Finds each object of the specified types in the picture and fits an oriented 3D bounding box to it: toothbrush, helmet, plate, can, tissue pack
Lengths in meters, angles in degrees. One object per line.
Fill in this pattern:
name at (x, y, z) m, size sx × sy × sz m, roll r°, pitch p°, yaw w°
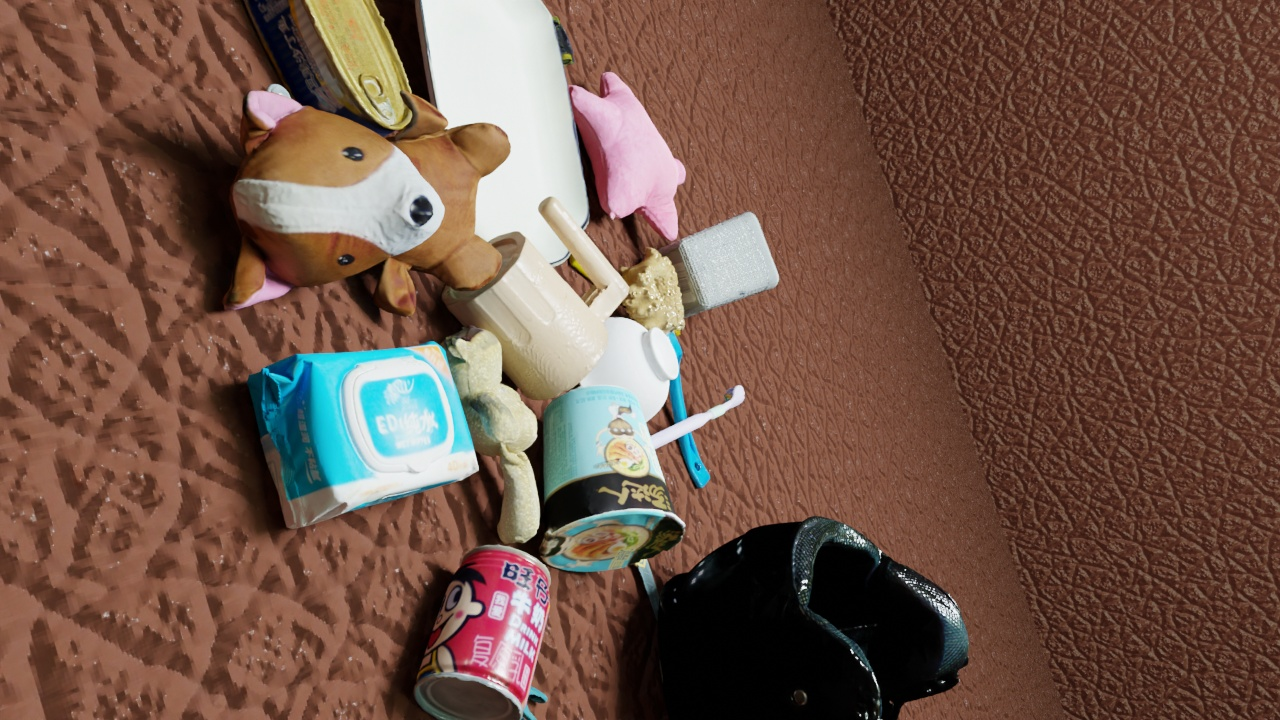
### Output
toothbrush at (0.045, 0.062, 0.906) m, size 0.021 × 0.029 × 0.188 m, roll 37°, pitch 36°, yaw 25°
helmet at (0.131, 0.267, 0.757) m, size 0.233 × 0.231 × 0.274 m, roll 1°, pitch 82°, yaw -53°
plate at (-0.118, -0.203, 0.755) m, size 0.161 × 0.034 × 0.265 m, roll -15°, pitch 95°, yaw -53°
can at (-0.094, 0.169, 0.565) m, size 0.066 × 0.067 × 0.093 m, roll 53°, pitch 32°, yaw -32°
toothbrush at (-0.012, -0.063, 0.933) m, size 0.190 × 0.017 × 0.015 m, roll 35°, pitch 45°, yaw -50°
tissue pack at (-0.156, 0.038, 0.535) m, size 0.139 × 0.063 × 0.090 m, roll -9°, pitch 81°, yaw -63°
can at (-0.210, -0.216, 0.614) m, size 0.148 × 0.049 × 0.074 m, roll 66°, pitch 27°, yaw -11°

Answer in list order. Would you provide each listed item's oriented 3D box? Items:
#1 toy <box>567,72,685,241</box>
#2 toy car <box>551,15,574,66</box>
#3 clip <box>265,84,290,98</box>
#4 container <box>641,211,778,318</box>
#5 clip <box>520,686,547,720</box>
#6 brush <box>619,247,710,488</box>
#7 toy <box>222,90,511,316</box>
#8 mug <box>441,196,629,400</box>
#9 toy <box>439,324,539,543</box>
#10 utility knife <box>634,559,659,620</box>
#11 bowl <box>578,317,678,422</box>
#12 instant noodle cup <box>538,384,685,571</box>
toy at (-0.017, -0.213, 0.961) m, size 0.194 × 0.075 × 0.178 m, roll 49°, pitch 36°, yaw -32°
toy car at (-0.100, -0.320, 0.914) m, size 0.106 × 0.031 × 0.049 m, roll -18°, pitch 90°, yaw -63°
clip at (-0.227, -0.142, 0.571) m, size 0.025 × 0.033 × 0.057 m, roll -4°, pitch 84°, yaw -61°
container at (0.073, -0.099, 1.009) m, size 0.114 × 0.090 × 0.090 m, roll -23°, pitch 93°, yaw -37°
clip at (-0.082, 0.225, 0.614) m, size 0.056 × 0.014 × 0.040 m, roll 54°, pitch 30°, yaw -34°
brush at (0.032, 0.011, 0.935) m, size 0.083 × 0.046 × 0.255 m, roll -39°, pitch 118°, yaw -58°
toy at (-0.161, -0.094, 0.561) m, size 0.199 × 0.131 × 0.140 m, roll -7°, pitch 105°, yaw -57°
mug at (-0.075, -0.048, 0.701) m, size 0.124 × 0.084 × 0.103 m, roll -51°, pitch 124°, yaw -18°
toy at (-0.103, 0.053, 0.640) m, size 0.105 × 0.066 × 0.157 m, roll -83°, pitch 157°, yaw -81°
utility knife at (-0.013, 0.137, 0.808) m, size 0.030 × 0.021 × 0.207 m, roll -11°, pitch 87°, yaw -64°
bowl at (-0.005, 0.005, 0.835) m, size 0.118 × 0.065 × 0.118 m, roll 48°, pitch 29°, yaw -38°
instant noodle cup at (-0.031, 0.087, 0.711) m, size 0.111 × 0.111 × 0.120 m, roll 35°, pitch 36°, yaw -50°
